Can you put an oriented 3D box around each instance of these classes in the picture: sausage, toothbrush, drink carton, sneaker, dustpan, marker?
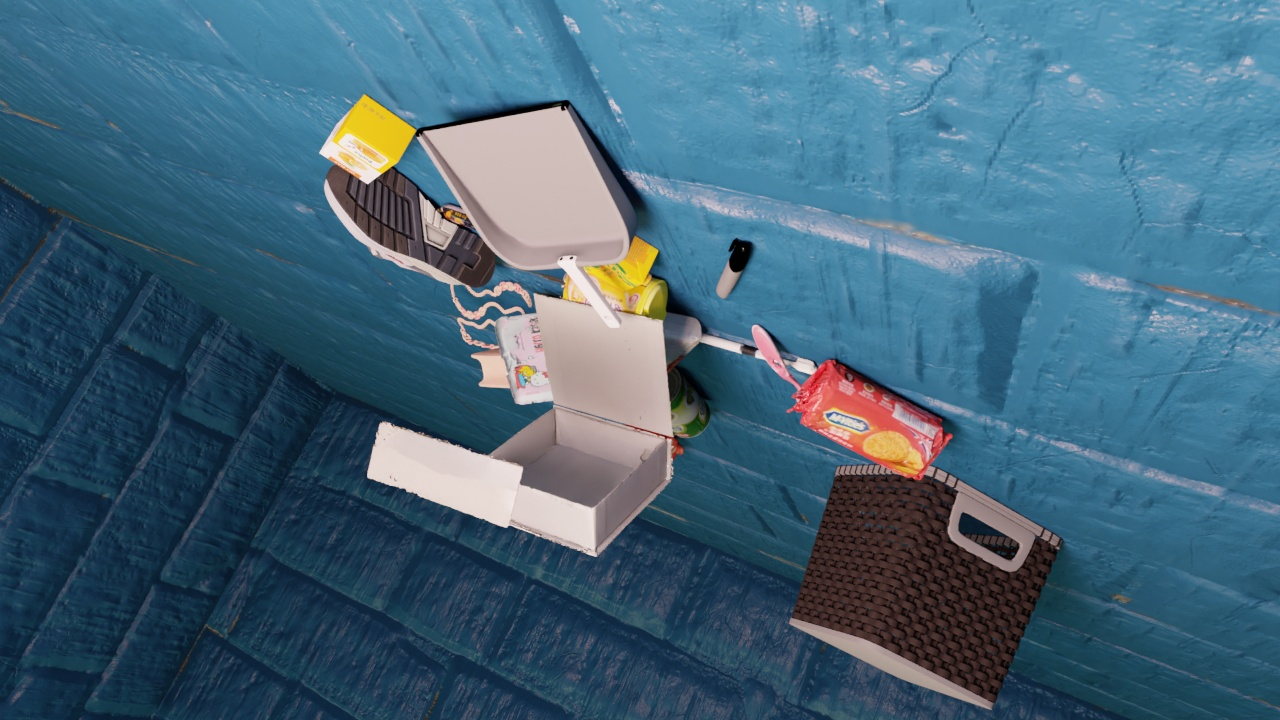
[{"bbox_3d":[-0.164,-0.150,1.045,0.155,0.020,0.020,21,165,15],"label":"sausage"},{"bbox_3d":[0.158,0.008,1.028,0.022,0.016,0.135,0,140,44],"label":"toothbrush"},{"bbox_3d":[-0.282,-0.224,0.942,0.058,0.040,0.123,33,163,-26],"label":"drink carton"},{"bbox_3d":[-0.297,-0.156,1.104,0.124,0.088,0.239,6,159,44],"label":"sneaker"},{"bbox_3d":[-0.076,-0.120,0.849,0.163,0.033,0.257,0,145,31],"label":"dustpan"},{"bbox_3d":[0.086,-0.086,0.876,0.022,0.016,0.139,55,169,9],"label":"marker"},{"bbox_3d":[-0.045,-0.117,0.927,0.122,0.041,0.058,31,164,-17],"label":"drink carton"},{"bbox_3d":[0.117,-0.015,1.068,0.187,0.012,0.017,17,150,28],"label":"toothbrush"}]

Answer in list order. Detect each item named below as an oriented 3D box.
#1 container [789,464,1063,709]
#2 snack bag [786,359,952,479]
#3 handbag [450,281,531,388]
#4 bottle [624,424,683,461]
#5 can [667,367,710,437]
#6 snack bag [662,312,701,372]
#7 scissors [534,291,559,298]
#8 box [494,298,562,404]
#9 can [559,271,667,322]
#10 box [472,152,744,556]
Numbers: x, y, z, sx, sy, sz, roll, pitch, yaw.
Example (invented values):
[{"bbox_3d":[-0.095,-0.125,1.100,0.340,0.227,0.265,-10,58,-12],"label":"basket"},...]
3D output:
[{"bbox_3d":[0.386,0.310,1.289,0.247,0.243,0.246,29,165,-14],"label":"container"},{"bbox_3d":[0.251,0.063,1.002,0.176,0.082,0.082,28,165,-8],"label":"snack bag"},{"bbox_3d":[-0.161,-0.050,1.326,0.199,0.116,0.187,2,108,49],"label":"handbag"},{"bbox_3d":[0.019,0.164,1.668,0.111,0.098,0.099,19,165,40],"label":"bottle"},{"bbox_3d":[0.051,0.060,1.319,0.067,0.067,0.121,16,162,32],"label":"can"},{"bbox_3d":[-0.007,0.007,1.133,0.077,0.041,0.226,11,152,-20],"label":"snack bag"},{"bbox_3d":[-0.065,-0.064,1.179,0.148,0.019,0.118,23,163,-8],"label":"scissors"},{"bbox_3d":[-0.102,-0.010,1.189,0.153,0.041,0.202,-4,146,-1],"label":"box"},{"bbox_3d":[-0.028,-0.069,1.006,0.105,0.067,0.068,20,164,21],"label":"can"},{"bbox_3d":[-0.027,-0.012,1.040,0.167,0.445,0.164,14,170,26],"label":"box"}]
